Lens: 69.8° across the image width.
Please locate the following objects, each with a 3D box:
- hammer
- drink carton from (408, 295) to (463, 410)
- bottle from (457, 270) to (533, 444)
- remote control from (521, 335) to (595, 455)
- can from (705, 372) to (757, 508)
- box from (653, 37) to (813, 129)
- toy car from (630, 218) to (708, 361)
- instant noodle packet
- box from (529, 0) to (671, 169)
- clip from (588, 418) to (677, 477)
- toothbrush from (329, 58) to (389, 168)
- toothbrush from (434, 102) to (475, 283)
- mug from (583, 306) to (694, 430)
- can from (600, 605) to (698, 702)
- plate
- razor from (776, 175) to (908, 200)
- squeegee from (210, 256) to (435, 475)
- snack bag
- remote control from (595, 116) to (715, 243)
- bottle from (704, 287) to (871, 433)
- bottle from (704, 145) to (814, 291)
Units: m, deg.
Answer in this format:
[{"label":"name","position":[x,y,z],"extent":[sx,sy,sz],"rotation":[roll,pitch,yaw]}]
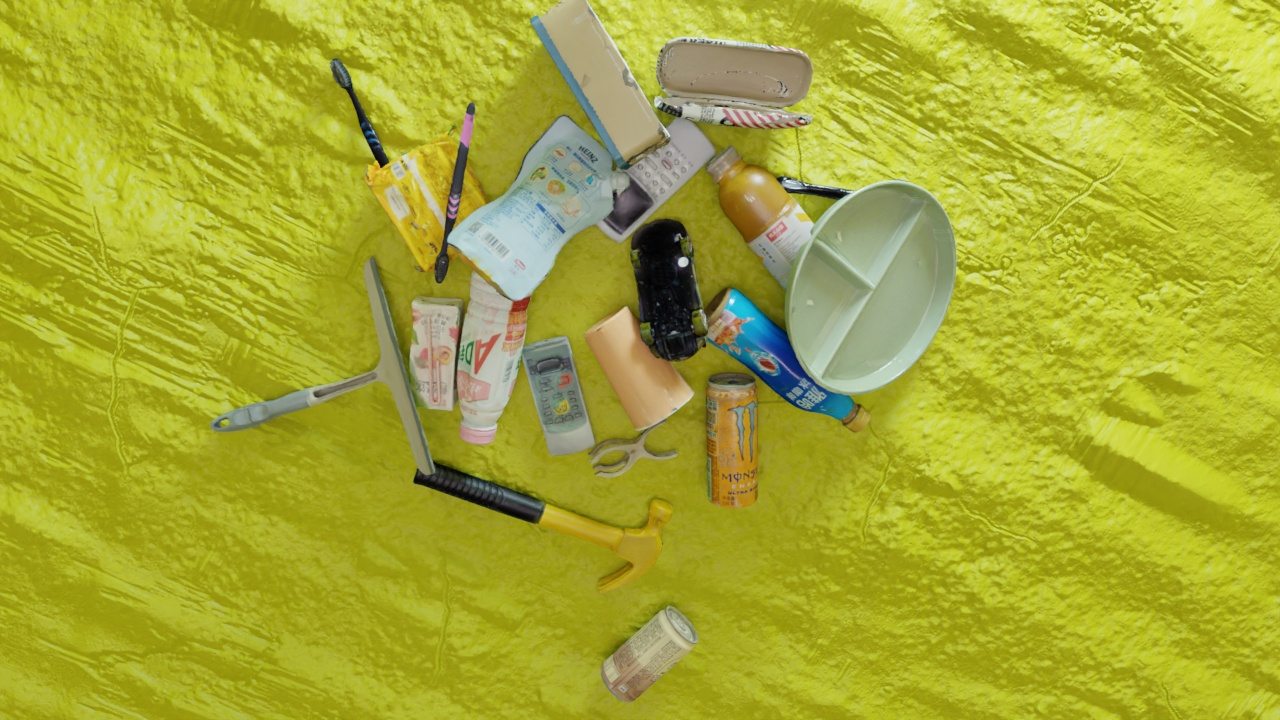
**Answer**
[{"label":"hammer","position":[-0.118,0.179,1.073],"extent":[0.300,0.032,0.129],"rotation":[21,102,-6]},{"label":"drink carton","position":[-0.228,-0.007,1.016],"extent":[0.053,0.045,0.122],"rotation":[6,105,-3]},{"label":"bottle","position":[-0.166,-0.005,1.009],"extent":[0.068,0.068,0.197],"rotation":[11,107,-4]},{"label":"remote control","position":[-0.093,0.042,1.044],"extent":[0.056,0.019,0.135],"rotation":[-13,104,2]},{"label":"can","position":[0.104,0.091,1.038],"extent":[0.058,0.058,0.146],"rotation":[-2,105,0]},{"label":"box","position":[0.096,-0.282,0.933],"extent":[0.162,0.075,0.086],"rotation":[4,106,-1]},{"label":"toy car","position":[0.031,-0.076,0.983],"extent":[0.070,0.042,0.158],"rotation":[-12,75,15]},{"label":"instant noodle packet","position":[-0.217,-0.170,0.974],"extent":[0.110,0.044,0.128],"rotation":[-28,107,-3]},{"label":"box","position":[-0.040,-0.283,0.918],"extent":[0.062,0.089,0.184],"rotation":[-33,94,9]},{"label":"clip","position":[-0.010,0.104,1.056],"extent":[0.100,0.034,0.072],"rotation":[-22,103,-4]},{"label":"toothbrush","position":[-0.283,-0.229,0.974],"extent":[0.014,0.016,0.189],"rotation":[-21,105,6]},{"label":"toothbrush","position":[-0.191,-0.171,0.946],"extent":[0.014,0.018,0.189],"rotation":[9,102,-21]},{"label":"mug","position":[-0.006,0.006,1.011],"extent":[0.078,0.078,0.123],"rotation":[-33,97,7]},{"label":"can","position":[0.010,0.354,1.105],"extent":[0.058,0.058,0.116],"rotation":[44,100,-11]},{"label":"plate","position":[0.242,-0.075,0.965],"extent":[0.229,0.027,0.230],"rotation":[-11,114,-27]},{"label":"razor","position":[0.214,-0.180,0.988],"extent":[0.143,0.022,0.042],"rotation":[8,78,0]},{"label":"squeegee","position":[-0.367,0.040,1.031],"extent":[0.247,0.039,0.246],"rotation":[-18,87,10]},{"label":"snack bag","position":[-0.102,-0.158,0.952],"extent":[0.110,0.039,0.190],"rotation":[39,78,14]},{"label":"remote control","position":[0.010,-0.194,0.983],"extent":[0.150,0.021,0.058],"rotation":[-43,101,9]},{"label":"bottle","position":[0.164,0.006,1.013],"extent":[0.218,0.065,0.065],"rotation":[36,101,-9]},{"label":"bottle","position":[0.141,-0.143,0.973],"extent":[0.068,0.068,0.189],"rotation":[-40,101,9]}]
